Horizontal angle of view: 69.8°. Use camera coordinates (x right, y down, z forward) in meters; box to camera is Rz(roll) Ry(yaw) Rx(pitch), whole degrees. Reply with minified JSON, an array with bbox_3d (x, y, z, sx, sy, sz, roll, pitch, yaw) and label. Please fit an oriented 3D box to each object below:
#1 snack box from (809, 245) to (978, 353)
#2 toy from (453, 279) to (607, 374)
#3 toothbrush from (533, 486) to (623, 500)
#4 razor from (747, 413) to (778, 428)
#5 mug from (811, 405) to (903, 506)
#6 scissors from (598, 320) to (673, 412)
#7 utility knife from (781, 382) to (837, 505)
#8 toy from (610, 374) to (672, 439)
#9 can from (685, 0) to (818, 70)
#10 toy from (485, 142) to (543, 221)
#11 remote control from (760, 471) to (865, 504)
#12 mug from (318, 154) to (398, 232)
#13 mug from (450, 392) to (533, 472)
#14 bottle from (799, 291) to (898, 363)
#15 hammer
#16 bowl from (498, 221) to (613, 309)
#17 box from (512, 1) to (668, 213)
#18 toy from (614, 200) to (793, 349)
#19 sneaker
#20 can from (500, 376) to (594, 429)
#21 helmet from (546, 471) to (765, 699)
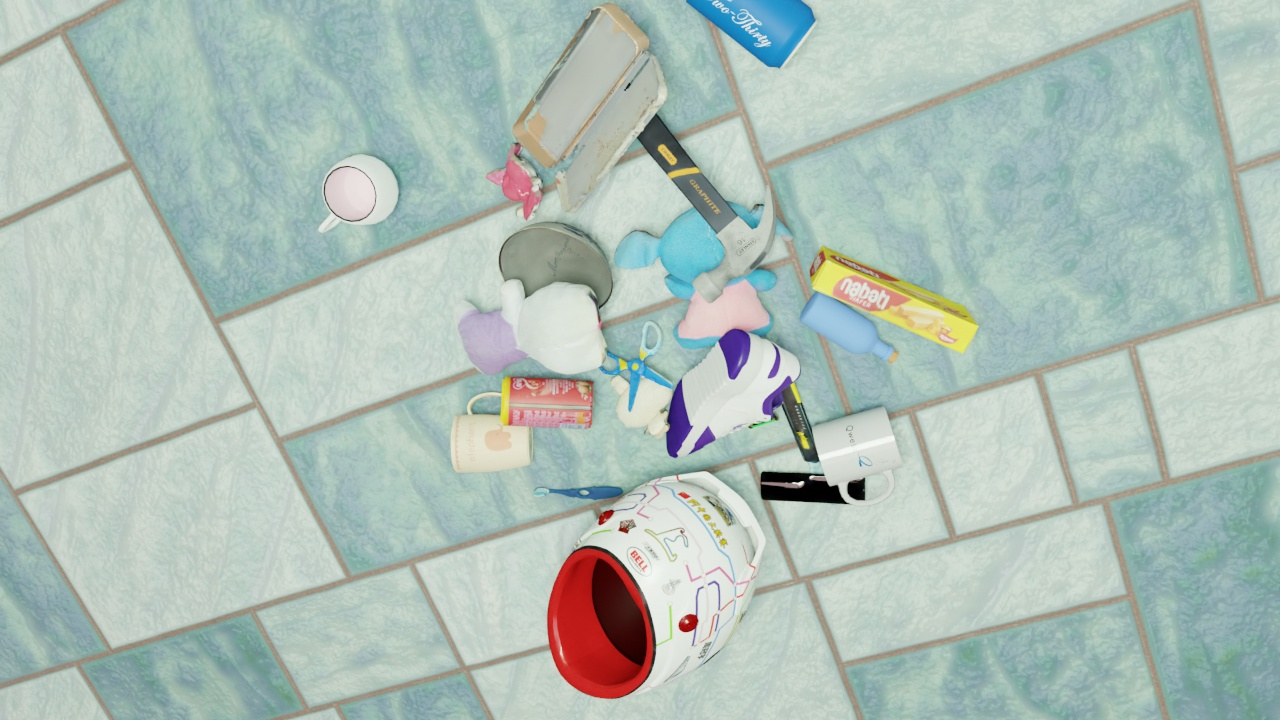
[{"bbox_3d":[0.308,-0.077,1.131,0.200,0.092,0.042,23,110,1],"label":"snack box"},{"bbox_3d":[-0.143,-0.037,1.187,0.210,0.085,0.138,-7,125,26],"label":"toy"},{"bbox_3d":[-0.090,0.190,1.317,0.132,0.016,0.021,-1,110,10],"label":"toothbrush"},{"bbox_3d":[0.136,0.024,1.227,0.044,0.021,0.144,-20,105,26],"label":"razor"},{"bbox_3d":[0.288,0.129,1.197,0.096,0.083,0.119,-17,77,13],"label":"mug"},{"bbox_3d":[-0.003,0.004,1.225,0.125,0.014,0.130,30,96,26],"label":"scissors"},{"bbox_3d":[0.222,0.100,1.242,0.029,0.020,0.234,-20,107,17],"label":"utility knife"},{"bbox_3d":[0.006,0.057,1.239,0.087,0.050,0.112,-41,74,17],"label":"toy"},{"bbox_3d":[0.126,-0.407,1.056,0.146,0.078,0.079,37,109,-4],"label":"can"},{"bbox_3d":[-0.148,-0.223,1.175,0.066,0.050,0.102,-48,62,31],"label":"toy"},{"bbox_3d":[0.235,0.176,1.254,0.140,0.021,0.045,0,118,14],"label":"remote control"},{"bbox_3d":[-0.373,-0.211,1.196,0.124,0.076,0.090,-40,98,18],"label":"mug"},{"bbox_3d":[-0.204,0.100,1.278,0.104,0.085,0.111,0,79,0],"label":"mug"},{"bbox_3d":[0.271,-0.037,1.172,0.131,0.048,0.048,31,109,-2],"label":"bottle"},{"bbox_3d":[0.039,-0.228,1.092,0.139,0.035,0.312,-41,75,11],"label":"hammer"},{"bbox_3d":[-0.103,-0.128,1.181,0.151,0.056,0.151,9,138,8],"label":"bowl"},{"bbox_3d":[-0.059,-0.293,1.085,0.217,0.071,0.156,-44,62,40],"label":"box"},{"bbox_3d":[0.083,-0.104,1.152,0.224,0.098,0.191,-9,111,2],"label":"toy"},{"bbox_3d":[0.120,0.052,1.191,0.111,0.091,0.245,12,142,-19],"label":"sneaker"},{"bbox_3d":[-0.125,0.057,1.238,0.124,0.066,0.067,3,109,-7],"label":"can"},{"bbox_3d":[0.029,0.295,1.222,0.231,0.235,0.315,49,133,24],"label":"helmet"}]
